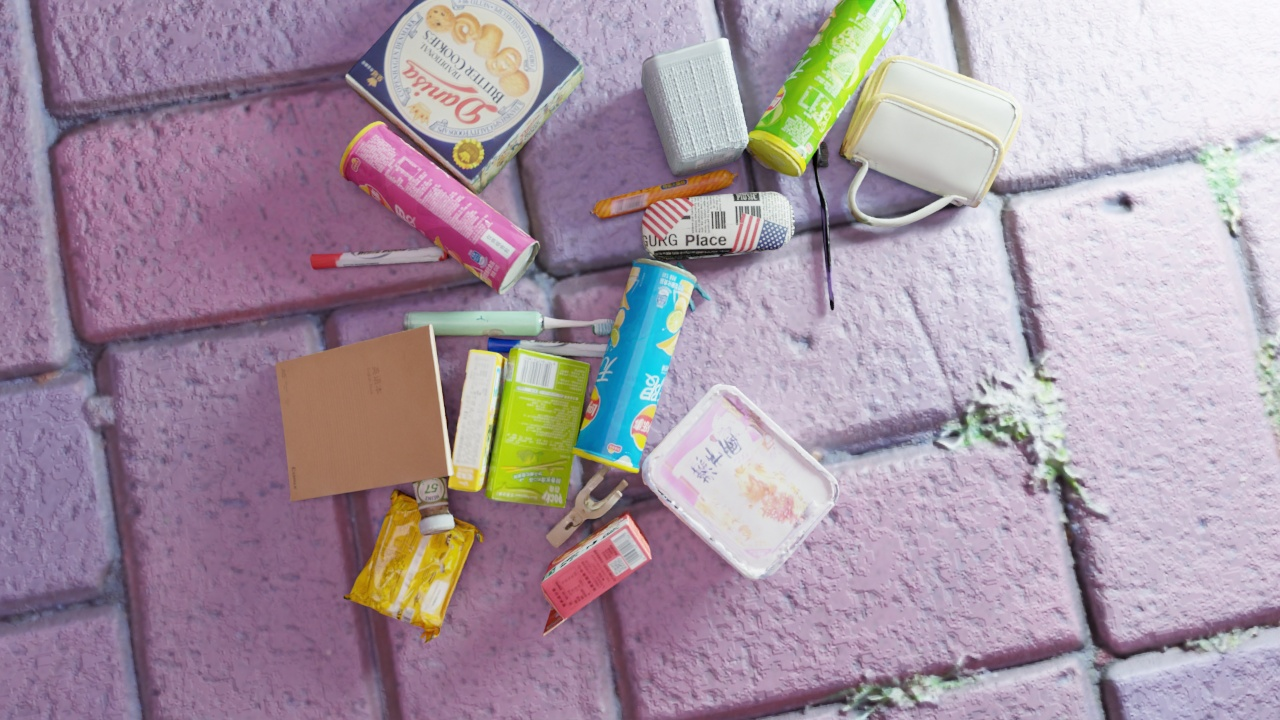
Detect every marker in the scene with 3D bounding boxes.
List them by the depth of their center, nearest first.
[{"bbox_3d":[-0.090,-0.013,0.981,0.146,0.017,0.017,3,86,0],"label":"marker"},{"bbox_3d":[-0.279,-0.111,0.985,0.145,0.017,0.017,-4,86,-1],"label":"marker"}]

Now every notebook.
[{"bbox_3d":[-0.285,0.057,0.932,0.212,0.012,0.149,-11,85,26],"label":"notebook"}]

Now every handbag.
[{"bbox_3d":[0.299,-0.219,0.979,0.163,0.063,0.178,22,90,2],"label":"handbag"}]

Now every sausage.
[{"bbox_3d":[0.025,-0.179,0.989,0.165,0.021,0.021,-14,87,-2],"label":"sausage"}]

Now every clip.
[{"bbox_3d":[-0.052,0.150,0.969,0.035,0.094,0.103,42,125,1],"label":"clip"},{"bbox_3d":[0.051,-0.081,0.988,0.049,0.015,0.057,-32,87,0],"label":"clip"}]

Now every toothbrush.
[{"bbox_3d":[-0.140,-0.039,0.977,0.224,0.026,0.027,0,65,-1],"label":"toothbrush"},{"bbox_3d":[0.202,-0.148,0.994,0.016,0.014,0.189,-4,87,-13],"label":"toothbrush"}]

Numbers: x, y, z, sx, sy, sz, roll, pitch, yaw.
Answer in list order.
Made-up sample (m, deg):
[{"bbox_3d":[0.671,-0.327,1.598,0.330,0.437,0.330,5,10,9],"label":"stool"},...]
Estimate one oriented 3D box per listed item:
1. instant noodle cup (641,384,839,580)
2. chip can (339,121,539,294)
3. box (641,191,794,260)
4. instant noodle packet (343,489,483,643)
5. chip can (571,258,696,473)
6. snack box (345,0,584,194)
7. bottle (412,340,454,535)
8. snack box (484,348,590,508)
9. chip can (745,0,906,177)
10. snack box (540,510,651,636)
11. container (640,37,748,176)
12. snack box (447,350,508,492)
[{"bbox_3d":[0.101,0.125,0.953,0.173,0.060,0.138,42,87,3],"label":"instant noodle cup"},{"bbox_3d":[-0.209,-0.158,0.962,0.210,0.071,0.071,37,87,1],"label":"chip can"},{"bbox_3d":[0.081,-0.143,0.982,0.164,0.059,0.072,-2,106,0],"label":"box"},{"bbox_3d":[-0.234,0.214,0.952,0.111,0.044,0.128,23,83,7],"label":"instant noodle packet"},{"bbox_3d":[-0.006,0.005,0.940,0.071,0.071,0.210,17,85,0],"label":"chip can"},{"bbox_3d":[-0.185,-0.304,0.983,0.178,0.046,0.182,41,86,2],"label":"snack box"},{"bbox_3d":[-0.224,0.074,0.938,0.060,0.060,0.206,-12,77,-1],"label":"bottle"},{"bbox_3d":[-0.106,0.071,0.953,0.085,0.026,0.156,11,86,-29],"label":"snack box"},{"bbox_3d":[0.199,-0.303,0.974,0.072,0.072,0.221,34,87,1],"label":"chip can"},{"bbox_3d":[-0.053,0.208,0.919,0.127,0.113,0.044,-35,89,-3],"label":"snack box"},{"bbox_3d":[0.059,-0.261,0.964,0.090,0.090,0.111,-15,90,-2],"label":"container"},{"bbox_3d":[-0.165,0.062,0.940,0.034,0.087,0.140,6,87,-1],"label":"snack box"}]
